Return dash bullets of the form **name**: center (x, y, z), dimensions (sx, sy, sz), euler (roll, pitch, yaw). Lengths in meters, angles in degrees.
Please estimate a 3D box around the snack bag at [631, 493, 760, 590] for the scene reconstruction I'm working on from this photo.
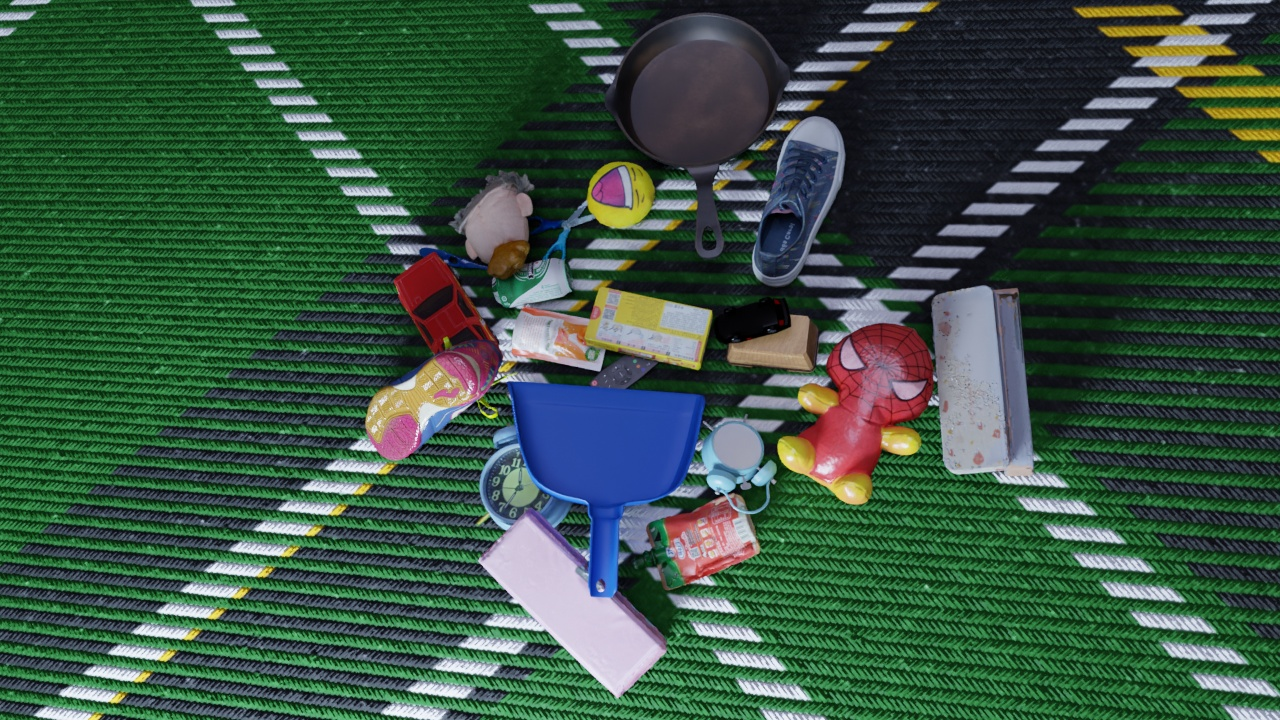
- **snack bag**: center (0.061, 0.220, 1.103), dimensions (0.155, 0.044, 0.087), euler (-22, 67, 9)

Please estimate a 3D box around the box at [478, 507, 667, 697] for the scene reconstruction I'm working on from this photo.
- **box**: center (-0.079, 0.284, 1.081), dimensions (0.233, 0.046, 0.098), euler (43, 97, 1)

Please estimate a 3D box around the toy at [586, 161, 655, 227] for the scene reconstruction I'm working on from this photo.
- **toy**: center (-0.026, -0.222, 1.231), dimensions (0.094, 0.041, 0.095), euler (-10, 73, 6)

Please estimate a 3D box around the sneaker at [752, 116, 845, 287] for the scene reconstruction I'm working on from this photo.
- **sneaker**: center (0.202, -0.211, 1.166), dimensions (0.087, 0.079, 0.235), euler (17, 79, 14)

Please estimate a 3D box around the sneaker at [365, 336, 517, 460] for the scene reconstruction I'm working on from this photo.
- **sneaker**: center (-0.256, 0.052, 1.161), dimensions (0.243, 0.090, 0.116), euler (-34, 96, 36)

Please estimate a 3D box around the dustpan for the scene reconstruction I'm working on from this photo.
- **dustpan**: center (-0.043, 0.148, 1.084), dimensions (0.245, 0.060, 0.257), euler (4, 72, -8)

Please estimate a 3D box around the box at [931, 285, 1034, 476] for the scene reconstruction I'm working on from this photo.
- **box**: center (0.411, 0.026, 1.067), dimensions (0.095, 0.107, 0.216), euler (-15, 68, 45)

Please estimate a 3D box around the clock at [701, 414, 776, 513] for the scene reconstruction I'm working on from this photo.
- **clock**: center (0.118, 0.127, 1.103), dimensions (0.087, 0.042, 0.123), euler (-8, 63, -15)

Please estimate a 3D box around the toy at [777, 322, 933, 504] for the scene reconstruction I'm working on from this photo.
- **toy**: center (0.261, 0.055, 1.076), dimensions (0.147, 0.099, 0.216), euler (32, 84, 6)

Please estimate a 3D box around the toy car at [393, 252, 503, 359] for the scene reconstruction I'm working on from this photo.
- **toy car**: center (-0.258, -0.056, 1.224), dimensions (0.081, 0.056, 0.189), euler (-34, 71, -1)

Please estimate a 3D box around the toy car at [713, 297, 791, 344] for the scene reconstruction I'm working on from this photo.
- **toy car**: center (0.133, -0.045, 1.092), dimensions (0.092, 0.036, 0.042), euler (-15, 71, 16)

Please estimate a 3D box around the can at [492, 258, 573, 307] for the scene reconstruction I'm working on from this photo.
- **can**: center (-0.143, -0.103, 1.215), dimensions (0.101, 0.053, 0.053), euler (-11, 74, 8)

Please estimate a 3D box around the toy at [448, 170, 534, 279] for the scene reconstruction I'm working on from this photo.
- **toy**: center (-0.183, -0.173, 1.216), dimensions (0.133, 0.076, 0.175), euler (-39, 49, 27)

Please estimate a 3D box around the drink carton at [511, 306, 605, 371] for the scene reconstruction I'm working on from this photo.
- **drink carton**: center (-0.102, -0.029, 1.202), dimensions (0.122, 0.039, 0.069), euler (11, 78, 7)

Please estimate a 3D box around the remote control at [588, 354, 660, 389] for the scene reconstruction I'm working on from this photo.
- **remote control**: center (-0.007, 0.007, 1.183), dimensions (0.125, 0.010, 0.039), euler (-35, 72, 0)

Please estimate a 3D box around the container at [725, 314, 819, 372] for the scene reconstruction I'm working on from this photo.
- **container**: center (0.162, -0.026, 1.134), dimensions (0.114, 0.061, 0.063), euler (6, 76, 12)

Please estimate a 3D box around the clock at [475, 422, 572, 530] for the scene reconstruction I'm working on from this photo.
- **clock**: center (-0.140, 0.141, 1.148), dimensions (0.118, 0.060, 0.162), euler (8, 74, 14)

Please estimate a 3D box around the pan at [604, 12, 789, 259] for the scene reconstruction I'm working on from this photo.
- **pan**: center (0.081, -0.298, 1.230), dimensions (0.249, 0.043, 0.355), euler (-6, 74, 9)

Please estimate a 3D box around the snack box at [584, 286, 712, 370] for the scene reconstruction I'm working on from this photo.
- **snack box**: center (0.011, -0.042, 1.171), dimensions (0.152, 0.025, 0.075), euler (13, 73, 8)

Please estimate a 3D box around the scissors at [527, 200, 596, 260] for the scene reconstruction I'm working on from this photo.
- **scissors**: center (-0.107, -0.192, 1.253), dimensions (0.103, 0.015, 0.133), euler (37, 83, 18)

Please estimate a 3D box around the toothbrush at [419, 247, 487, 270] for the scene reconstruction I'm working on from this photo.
- **toothbrush**: center (-0.248, -0.135, 1.262), dimensions (0.132, 0.016, 0.021), euler (15, 106, 14)
